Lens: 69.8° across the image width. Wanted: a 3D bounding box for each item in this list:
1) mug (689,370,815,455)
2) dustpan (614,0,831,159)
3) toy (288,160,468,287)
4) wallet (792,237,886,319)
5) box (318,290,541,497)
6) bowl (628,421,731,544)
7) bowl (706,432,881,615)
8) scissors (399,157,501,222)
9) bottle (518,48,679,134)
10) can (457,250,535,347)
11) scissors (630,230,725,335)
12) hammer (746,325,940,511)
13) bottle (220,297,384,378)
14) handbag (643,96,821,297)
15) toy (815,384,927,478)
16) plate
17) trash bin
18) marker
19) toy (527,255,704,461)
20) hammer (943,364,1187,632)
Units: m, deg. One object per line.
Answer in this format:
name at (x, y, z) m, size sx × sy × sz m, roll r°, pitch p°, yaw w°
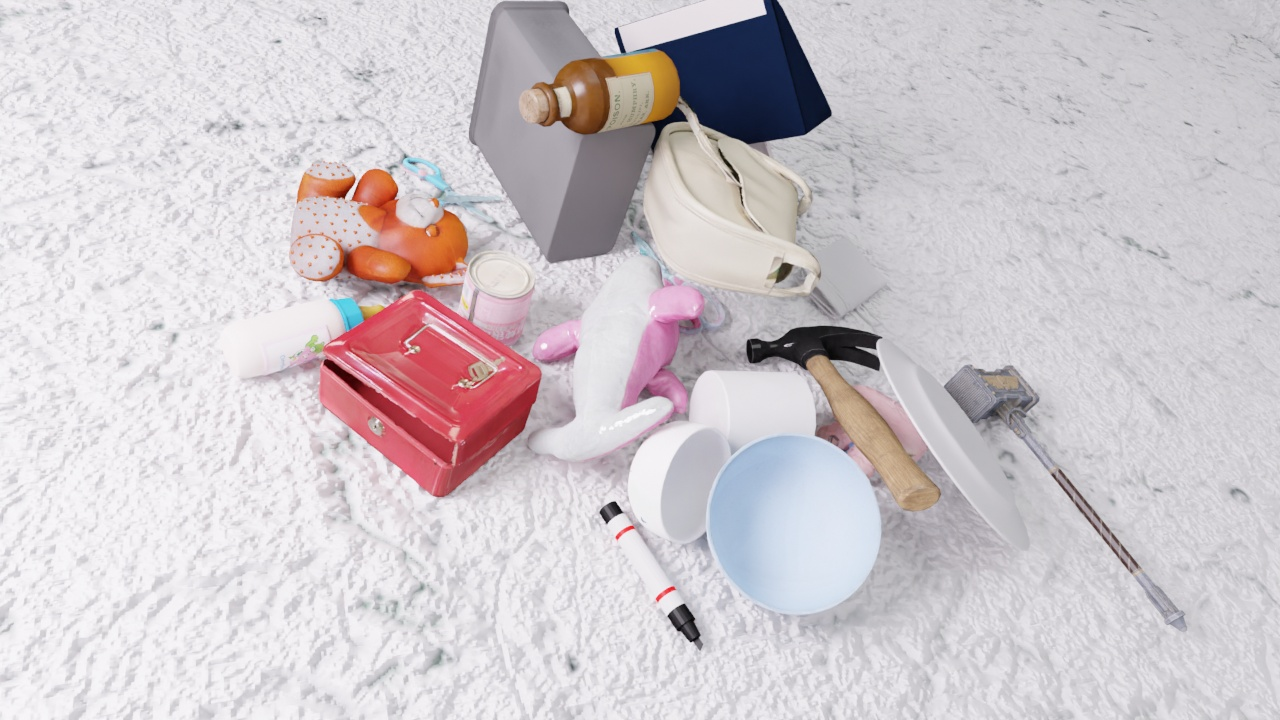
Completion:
mug at (0.107, 0.070, 0.868) m, size 0.090 × 0.091 × 0.121 m, roll 1°, pitch 65°, yaw -20°
dustpan at (0.117, -0.310, 1.137) m, size 0.237 × 0.273 × 0.079 m, roll 3°, pitch 31°, yaw 44°
toy at (-0.253, -0.126, 0.906) m, size 0.172 × 0.093 × 0.163 m, roll 5°, pitch 42°, yaw -20°
wallet at (0.241, -0.098, 1.118) m, size 0.116 × 0.032 × 0.086 m, roll -27°, pitch 73°, yaw -40°
box at (-0.181, 0.020, 0.802) m, size 0.158 × 0.087 × 0.129 m, roll 35°, pitch 47°, yaw 14°
bowl at (0.029, 0.103, 0.801) m, size 0.054 × 0.105 × 0.104 m, roll 13°, pitch 35°, yaw 38°
bowl at (0.125, 0.144, 0.797) m, size 0.150 × 0.075 × 0.150 m, roll 1°, pitch 74°, yaw -5°
scissors at (-0.229, -0.182, 1.025) m, size 0.136 × 0.015 × 0.125 m, roll 30°, pitch 46°, yaw 15°
bottle at (-0.041, -0.249, 0.859) m, size 0.156 × 0.068 × 0.068 m, roll -22°, pitch 59°, yaw -35°
can at (-0.142, -0.058, 0.896) m, size 0.067 × 0.076 × 0.067 m, roll 11°, pitch 45°, yaw -12°
scissors at (0.032, -0.093, 1.044) m, size 0.076 × 0.017 × 0.174 m, roll -15°, pitch 52°, yaw -27°
hammer at (0.206, 0.044, 0.874) m, size 0.132 × 0.040 × 0.305 m, roll -6°, pitch 27°, yaw -8°
bottle at (-0.297, -0.027, 0.826) m, size 0.145 × 0.051 × 0.051 m, roll -22°, pitch 59°, yaw -35°
handbag at (0.096, -0.171, 0.923) m, size 0.184 × 0.132 × 0.228 m, roll 14°, pitch 37°, yaw -1°
toy at (0.231, 0.075, 0.937) m, size 0.104 × 0.053 × 0.108 m, roll -32°, pitch 61°, yaw -29°
plate at (0.312, 0.074, 0.898) m, size 0.242 × 0.016 × 0.242 m, roll 42°, pitch 24°, yaw -24°
trash bin at (-0.095, -0.253, 1.018) m, size 0.097 × 0.192 × 0.219 m, roll -13°, pitch 56°, yaw -31°
marker at (0.011, 0.181, 0.773) m, size 0.019 × 0.019 × 0.145 m, roll -18°, pitch 57°, yaw -33°
toy at (-0.005, 0.005, 0.883) m, size 0.128 × 0.187 × 0.264 m, roll 53°, pitch 34°, yaw -30°
hammer at (0.447, 0.136, 0.952) m, size 0.098 × 0.044 × 0.321 m, roll 1°, pitch 47°, yaw -39°
